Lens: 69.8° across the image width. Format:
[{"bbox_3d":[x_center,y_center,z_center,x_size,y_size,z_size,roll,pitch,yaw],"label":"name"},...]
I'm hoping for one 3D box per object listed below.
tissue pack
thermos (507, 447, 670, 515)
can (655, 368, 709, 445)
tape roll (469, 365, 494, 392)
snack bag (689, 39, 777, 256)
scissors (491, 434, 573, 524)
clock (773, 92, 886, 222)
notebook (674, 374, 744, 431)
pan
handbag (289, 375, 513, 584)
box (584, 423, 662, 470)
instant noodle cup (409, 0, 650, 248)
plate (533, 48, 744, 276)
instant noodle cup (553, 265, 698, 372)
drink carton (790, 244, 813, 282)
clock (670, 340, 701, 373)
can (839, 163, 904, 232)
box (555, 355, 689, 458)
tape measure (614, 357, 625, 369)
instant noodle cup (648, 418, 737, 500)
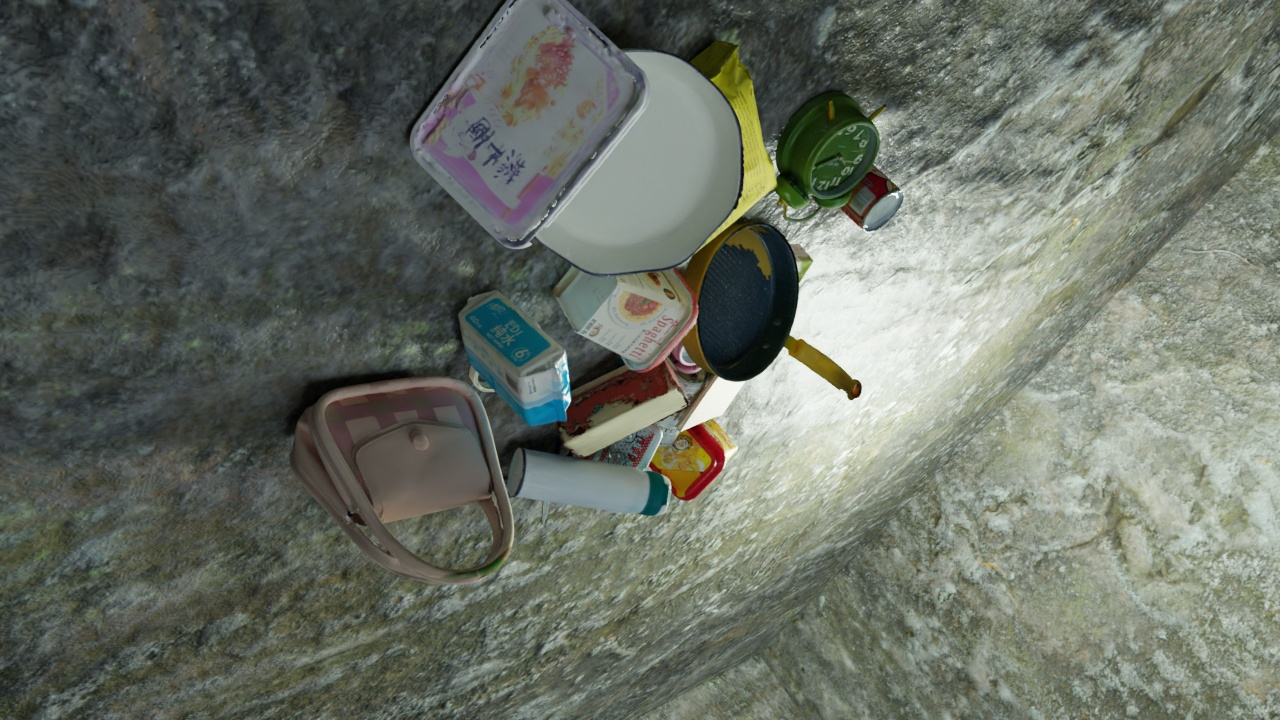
[{"bbox_3d":[-0.126,-0.003,0.942,0.063,0.140,0.090,-35,149,-24],"label":"tissue pack"},{"bbox_3d":[-0.065,0.170,1.255,0.224,0.073,0.073,12,130,-21],"label":"thermos"},{"bbox_3d":[0.049,0.059,1.336,0.058,0.058,0.147,-16,146,-36],"label":"can"},{"bbox_3d":[-0.155,0.002,1.048,0.085,0.014,0.086,-29,152,-17],"label":"tape roll"},{"bbox_3d":[0.062,-0.198,0.942,0.158,0.068,0.246,-38,154,1],"label":"snack bag"},{"bbox_3d":[-0.132,0.170,1.306,0.173,0.012,0.163,14,115,-41],"label":"scissors"},{"bbox_3d":[0.213,-0.230,1.065,0.116,0.056,0.162,-7,135,-34],"label":"clock"},{"bbox_3d":[0.130,0.033,1.371,0.150,0.012,0.211,-55,165,15],"label":"notebook"},{"bbox_3d":[0.181,-0.035,1.178,0.357,0.078,0.197,37,76,-45],"label":"pan"},{"bbox_3d":[-0.219,0.127,0.920,0.192,0.234,0.094,-7,141,-46],"label":"handbag"},{"bbox_3d":[-0.022,0.135,1.326,0.095,0.098,0.202,-17,147,-34],"label":"box"},{"bbox_3d":[-0.082,-0.189,0.726,0.174,0.138,0.060,-47,173,19],"label":"instant noodle cup"},{"bbox_3d":[-0.012,-0.174,0.814,0.205,0.045,0.205,-4,121,-7],"label":"plate"},{"bbox_3d":[-0.019,-0.064,1.016,0.124,0.116,0.116,17,122,-45],"label":"instant noodle cup"},{"bbox_3d":[0.180,-0.104,1.254,0.053,0.045,0.123,-3,137,-33],"label":"drink carton"},{"bbox_3d":[0.082,-0.040,1.219,0.117,0.060,0.158,-36,154,-2],"label":"clock"},{"bbox_3d":[0.272,-0.214,1.142,0.066,0.094,0.067,-29,152,-18],"label":"can"},{"bbox_3d":[-0.024,0.064,1.196,0.168,0.077,0.091,-27,154,6],"label":"box"},{"bbox_3d":[-0.007,0.007,1.223,0.058,0.025,0.055,-21,153,-10],"label":"tape measure"},{"bbox_3d":[0.089,0.148,1.478,0.116,0.116,0.123,-50,163,23],"label":"instant noodle cup"}]
